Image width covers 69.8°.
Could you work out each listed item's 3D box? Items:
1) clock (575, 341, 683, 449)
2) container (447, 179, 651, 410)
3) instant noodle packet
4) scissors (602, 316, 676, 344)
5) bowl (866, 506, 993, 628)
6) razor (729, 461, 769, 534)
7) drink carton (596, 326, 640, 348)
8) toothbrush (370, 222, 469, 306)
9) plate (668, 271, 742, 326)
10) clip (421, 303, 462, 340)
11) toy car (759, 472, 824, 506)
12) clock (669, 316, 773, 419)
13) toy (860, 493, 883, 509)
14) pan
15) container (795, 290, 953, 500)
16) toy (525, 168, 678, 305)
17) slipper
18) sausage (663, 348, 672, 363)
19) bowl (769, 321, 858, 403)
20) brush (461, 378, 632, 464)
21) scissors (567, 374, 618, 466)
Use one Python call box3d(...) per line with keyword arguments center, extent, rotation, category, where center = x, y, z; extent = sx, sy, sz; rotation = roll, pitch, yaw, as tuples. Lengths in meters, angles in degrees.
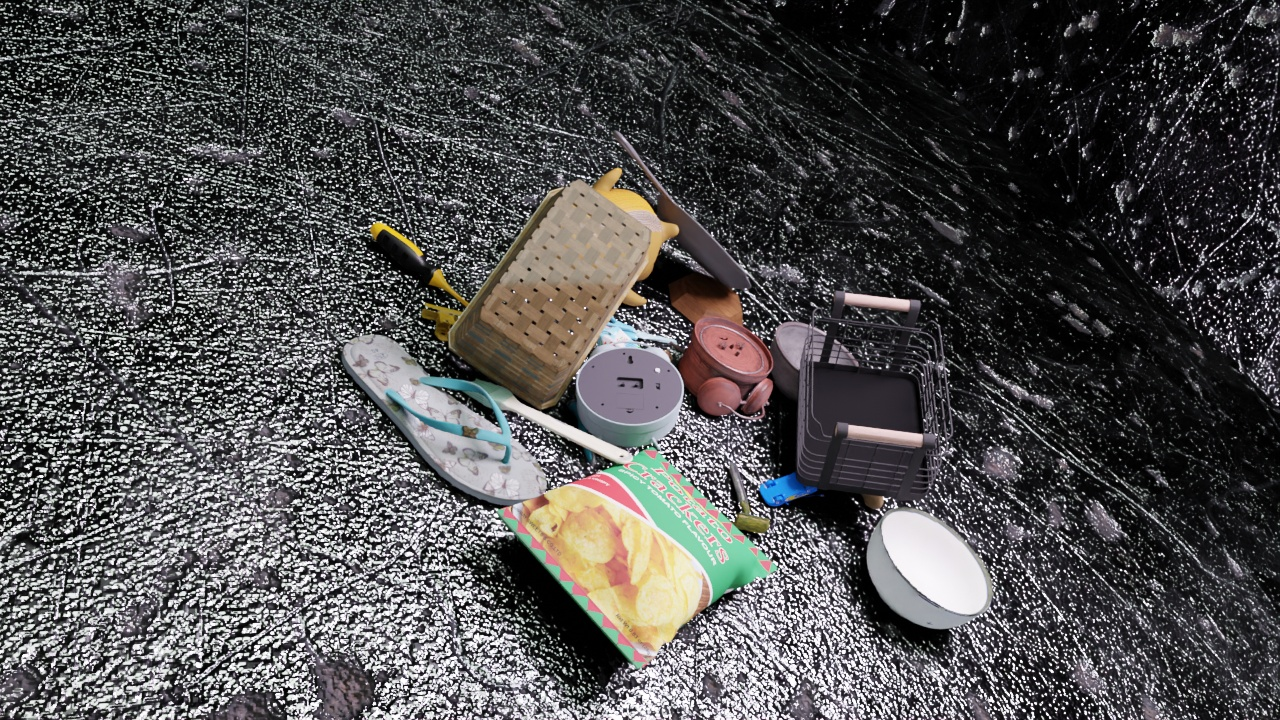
box3d(center=(-0.013, 0.033, 1.065), extent=(0.122, 0.045, 0.159), rotation=(3, 44, -3), category="clock")
box3d(center=(-0.105, -0.076, 1.092), extent=(0.157, 0.187, 0.249), rotation=(35, 70, -7), category="container")
box3d(center=(0.005, 0.181, 0.916), extent=(0.195, 0.090, 0.252), rotation=(43, 31, 22), category="instant noodle packet")
box3d(center=(-0.007, -0.038, 1.263), extent=(0.138, 0.015, 0.063), rotation=(14, 33, -34), category="scissors")
box3d(center=(0.331, 0.255, 1.090), extent=(0.153, 0.073, 0.153), rotation=(21, 36, -16), category="bowl")
box3d(center=(0.120, 0.160, 1.096), extent=(0.042, 0.026, 0.105), rotation=(15, 33, -19), category="razor")
box3d(center=(-0.007, 0.007, 1.155), extent=(0.038, 0.044, 0.129), rotation=(-24, 50, -33), category="drink carton")
box3d(center=(-0.259, -0.106, 1.139), extent=(0.196, 0.031, 0.030), rotation=(39, 29, 4), category="toothbrush")
box3d(center=(0.105, -0.092, 1.401), extent=(0.131, 0.025, 0.131), rotation=(20, 35, -15), category="plate")
box3d(center=(-0.235, -0.041, 1.091), extent=(0.053, 0.039, 0.047), rotation=(15, 33, -25), category="clip")
box3d(center=(0.193, 0.169, 1.149), extent=(0.092, 0.062, 0.033), rotation=(-18, 49, -12), category="toy car")
box3d(center=(0.116, 0.016, 1.229), extent=(0.120, 0.072, 0.157), rotation=(0, 44, -38), category="clock")
box3d(center=(0.312, 0.118, 1.237), extent=(0.108, 0.106, 0.134), rotation=(-24, 65, -38), category="toy")
box3d(center=(0.055, -0.201, 1.320), extent=(0.354, 0.024, 0.216), rotation=(45, 0, -43), category="pan")
box3d(center=(0.284, 0.044, 1.136), extent=(0.163, 0.130, 0.240), rotation=(7, 46, 4), category="container")
box3d(center=(-0.073, -0.166, 1.272), extent=(0.202, 0.163, 0.198), rotation=(-11, 91, -42), category="toy")
box3d(center=(-0.207, 0.053, 0.954), extent=(0.269, 0.055, 0.098), rotation=(37, 37, 12), category="slipper")
box3d(center=(0.025, 0.029, 1.190), extent=(0.020, 0.020, 0.155), rotation=(26, 34, -8), category="sausage")
box3d(center=(0.243, 0.017, 1.330), extent=(0.145, 0.067, 0.144), rotation=(20, 35, -15), category="bowl")
box3d(center=(-0.102, 0.066, 0.993), extent=(0.218, 0.012, 0.033), rotation=(23, 30, 23), category="brush")
box3d(center=(-0.052, 0.070, 1.077), extent=(0.137, 0.019, 0.129), rotation=(31, 40, 14), category="scissors")
